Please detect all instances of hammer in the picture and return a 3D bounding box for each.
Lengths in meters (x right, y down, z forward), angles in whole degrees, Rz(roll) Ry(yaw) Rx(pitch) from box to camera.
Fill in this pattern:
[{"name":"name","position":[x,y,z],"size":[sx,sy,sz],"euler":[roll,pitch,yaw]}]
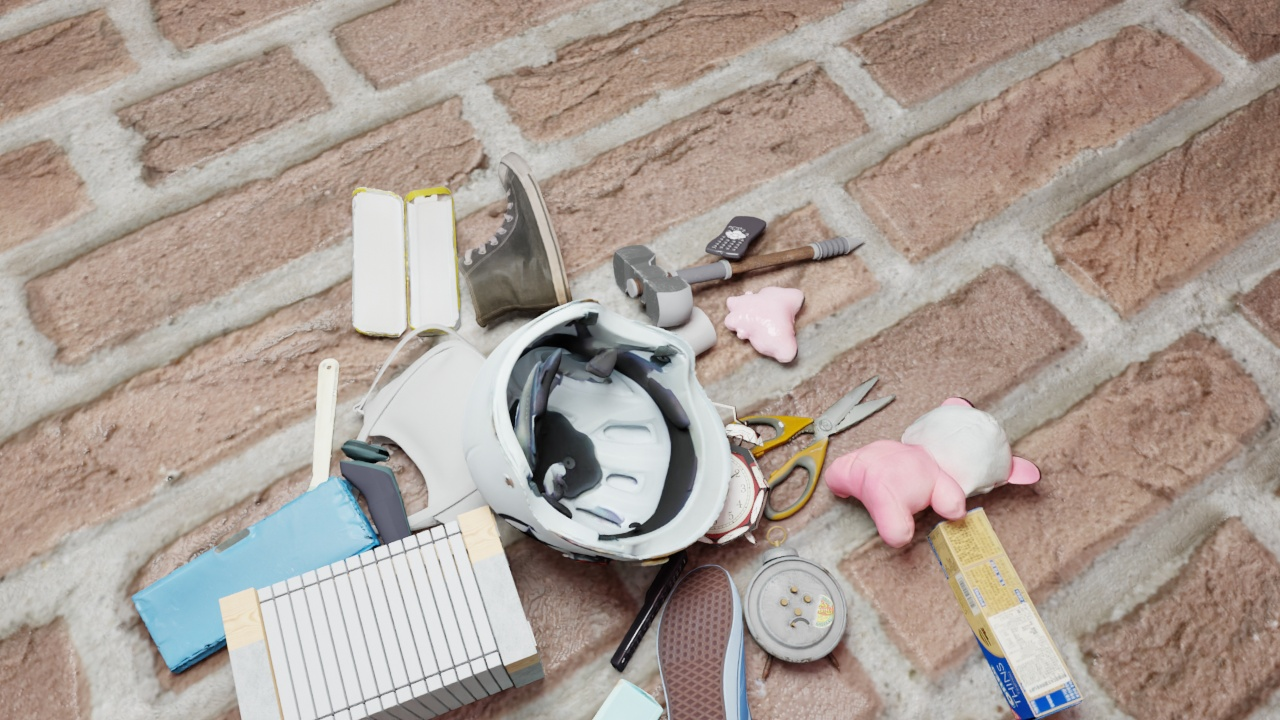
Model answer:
[{"name":"hammer","position":[0.137,-0.118,1.115],"size":[0.321,0.043,0.156],"euler":[-13,33,-19]}]

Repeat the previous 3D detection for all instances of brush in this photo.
[{"name":"brush","position":[-0.352,0.093,1.017],"size":[0.033,0.012,0.217],"euler":[-3,62,-5]}]

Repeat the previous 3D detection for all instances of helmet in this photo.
[{"name":"helmet","position":[-0.052,0.082,0.890],"size":[0.264,0.164,0.236],"euler":[28,62,-26]}]

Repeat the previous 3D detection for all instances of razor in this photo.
[{"name":"razor","position":[-0.267,0.146,0.942],"size":[0.052,0.047,0.143],"euler":[-22,78,-14]}]

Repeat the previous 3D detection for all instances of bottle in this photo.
[{"name":"bottle","position":[-0.006,0.006,1.053],"size":[0.195,0.053,0.052],"euler":[-30,68,-17]}]

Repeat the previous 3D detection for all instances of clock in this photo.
[{"name":"clock","position":[0.079,0.121,0.982],"size":[0.115,0.065,0.154],"euler":[-6,79,11]},{"name":"clock","position":[0.153,0.242,0.939],"size":[0.104,0.056,0.147],"euler":[-6,66,-6]}]

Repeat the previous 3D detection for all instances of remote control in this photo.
[{"name":"remote control","position":[0.009,0.254,0.941],"size":[0.015,0.032,0.136],"euler":[25,65,22]},{"name":"remote control","position":[0.120,-0.155,1.131],"size":[0.046,0.009,0.124],"euler":[13,33,19]}]

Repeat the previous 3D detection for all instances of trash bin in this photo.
[{"name":"trash bin","position":[-0.232,0.263,0.862],"size":[0.246,0.143,0.142],"euler":[-18,65,-11]}]

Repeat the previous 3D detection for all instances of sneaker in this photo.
[{"name":"sneaker","position":[-0.164,-0.149,1.108],"size":[0.120,0.095,0.234],"euler":[-16,67,-4]},{"name":"sneaker","position":[0.070,0.323,0.896],"size":[0.083,0.098,0.240],"euler":[-15,41,16]}]

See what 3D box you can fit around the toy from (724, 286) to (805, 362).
[{"name":"toy","position":[0.147,-0.048,1.088],"size":[0.093,0.050,0.102],"euler":[7,59,5]}]

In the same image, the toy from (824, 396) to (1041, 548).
[{"name":"toy","position":[0.311,0.111,0.981],"size":[0.212,0.084,0.142],"euler":[-16,35,-22]}]

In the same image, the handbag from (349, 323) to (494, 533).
[{"name":"handbag","position":[-0.232,0.092,1.002],"size":[0.222,0.096,0.216],"euler":[-42,71,-7]}]

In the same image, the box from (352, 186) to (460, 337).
[{"name":"box","position":[-0.286,-0.124,1.116],"size":[0.129,0.039,0.209],"euler":[-2,64,-14]}]

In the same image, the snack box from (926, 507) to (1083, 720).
[{"name":"snack box","position":[0.369,0.259,0.941],"size":[0.056,0.057,0.206],"euler":[-18,66,-7]}]

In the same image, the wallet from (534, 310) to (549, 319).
[{"name":"wallet","position":[-0.095,-0.017,1.082],"size":[0.087,0.013,0.120],"euler":[20,62,8]}]

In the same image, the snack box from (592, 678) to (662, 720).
[{"name":"snack box","position":[-0.047,0.384,0.848],"size":[0.053,0.075,0.174],"euler":[34,66,13]}]

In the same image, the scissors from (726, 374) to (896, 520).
[{"name":"scissors","position":[0.201,0.093,1.038],"size":[0.225,0.016,0.161],"euler":[-18,66,-11]}]

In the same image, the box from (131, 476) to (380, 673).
[{"name":"box","position":[-0.385,0.211,0.924],"size":[0.231,0.048,0.093],"euler":[-31,68,-11]}]
